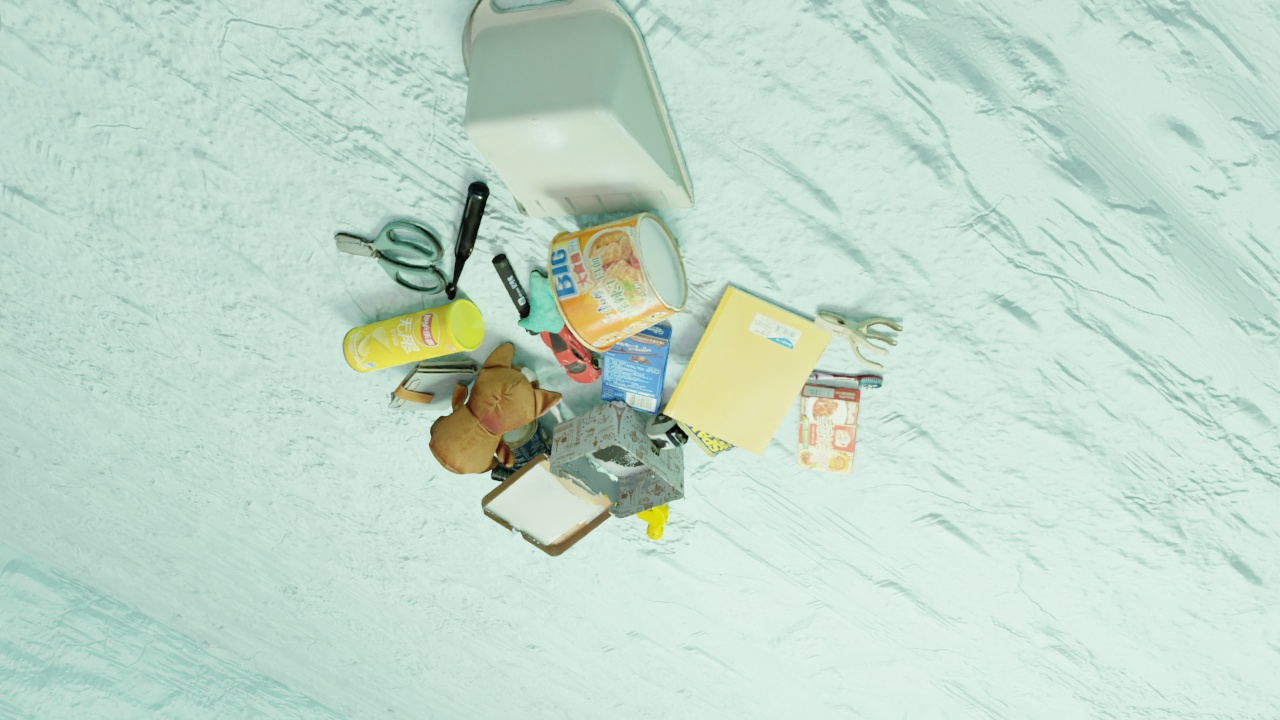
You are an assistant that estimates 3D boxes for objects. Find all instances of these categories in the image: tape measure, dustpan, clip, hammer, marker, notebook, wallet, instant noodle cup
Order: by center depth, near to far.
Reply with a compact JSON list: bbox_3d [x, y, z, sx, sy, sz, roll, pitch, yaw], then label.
[{"bbox_3d":[-0.075,-0.276,0.982,0.223,0.142,0.257,0,164,22],"label":"dustpan"},{"bbox_3d":[-0.020,-0.096,1.059,0.112,0.151,0.151,-18,127,25],"label":"instant noodle cup"},{"bbox_3d":[0.258,-0.023,1.082,0.101,0.096,0.035,6,138,0],"label":"clip"},{"bbox_3d":[0.134,0.018,1.165,0.146,0.010,0.207,23,120,-3],"label":"notebook"},{"bbox_3d":[-0.164,-0.085,1.215,0.022,0.020,0.132,10,141,31],"label":"marker"},{"bbox_3d":[0.041,0.092,1.289,0.066,0.065,0.033,-18,123,33],"label":"tape measure"},{"bbox_3d":[-0.310,0.043,1.365,0.106,0.037,0.130,-1,154,-36],"label":"wallet"},{"bbox_3d":[-0.099,0.217,1.505,0.301,0.032,0.129,13,138,8],"label":"hammer"}]

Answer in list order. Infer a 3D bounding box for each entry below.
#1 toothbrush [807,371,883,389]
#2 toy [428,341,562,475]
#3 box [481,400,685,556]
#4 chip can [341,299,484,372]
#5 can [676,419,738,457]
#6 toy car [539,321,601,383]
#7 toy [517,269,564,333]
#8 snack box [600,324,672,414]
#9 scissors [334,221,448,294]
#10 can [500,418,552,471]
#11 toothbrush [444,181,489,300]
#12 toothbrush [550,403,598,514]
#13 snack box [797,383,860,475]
[{"bbox_3d":[0.216,0.022,1.181,0.188,0.017,0.016,4,136,16],"label":"toothbrush"},{"bbox_3d":[-0.212,0.077,1.324,0.140,0.130,0.200,40,111,-2],"label":"toy"},{"bbox_3d":[-0.086,0.181,1.354,0.262,0.102,0.178,-25,134,27],"label":"box"},{"bbox_3d":[-0.323,-0.033,1.296,0.214,0.071,0.072,-10,131,31],"label":"chip can"},{"bbox_3d":[0.110,0.078,1.255,0.083,0.057,0.102,-23,124,35],"label":"can"},{"bbox_3d":[-0.095,-0.009,1.253,0.049,0.031,0.106,-15,120,35],"label":"toy car"},{"bbox_3d":[-0.119,-0.075,1.192,0.096,0.030,0.092,8,124,15],"label":"toy"},{"bbox_3d":[-0.007,0.007,1.246,0.084,0.026,0.157,15,139,7],"label":"snack box"},{"bbox_3d":[-0.331,-0.157,1.204,0.185,0.019,0.130,27,133,1],"label":"scissors"},{"bbox_3d":[-0.169,0.144,1.421,0.075,0.075,0.111,-7,132,27],"label":"can"},{"bbox_3d":[-0.226,-0.146,1.171,0.027,0.026,0.213,51,143,16],"label":"toothbrush"},{"bbox_3d":[-0.099,0.153,1.412,0.027,0.026,0.221,-3,122,26],"label":"toothbrush"},{"bbox_3d":[0.253,0.094,1.238,0.075,0.025,0.153,8,137,15],"label":"snack box"}]
